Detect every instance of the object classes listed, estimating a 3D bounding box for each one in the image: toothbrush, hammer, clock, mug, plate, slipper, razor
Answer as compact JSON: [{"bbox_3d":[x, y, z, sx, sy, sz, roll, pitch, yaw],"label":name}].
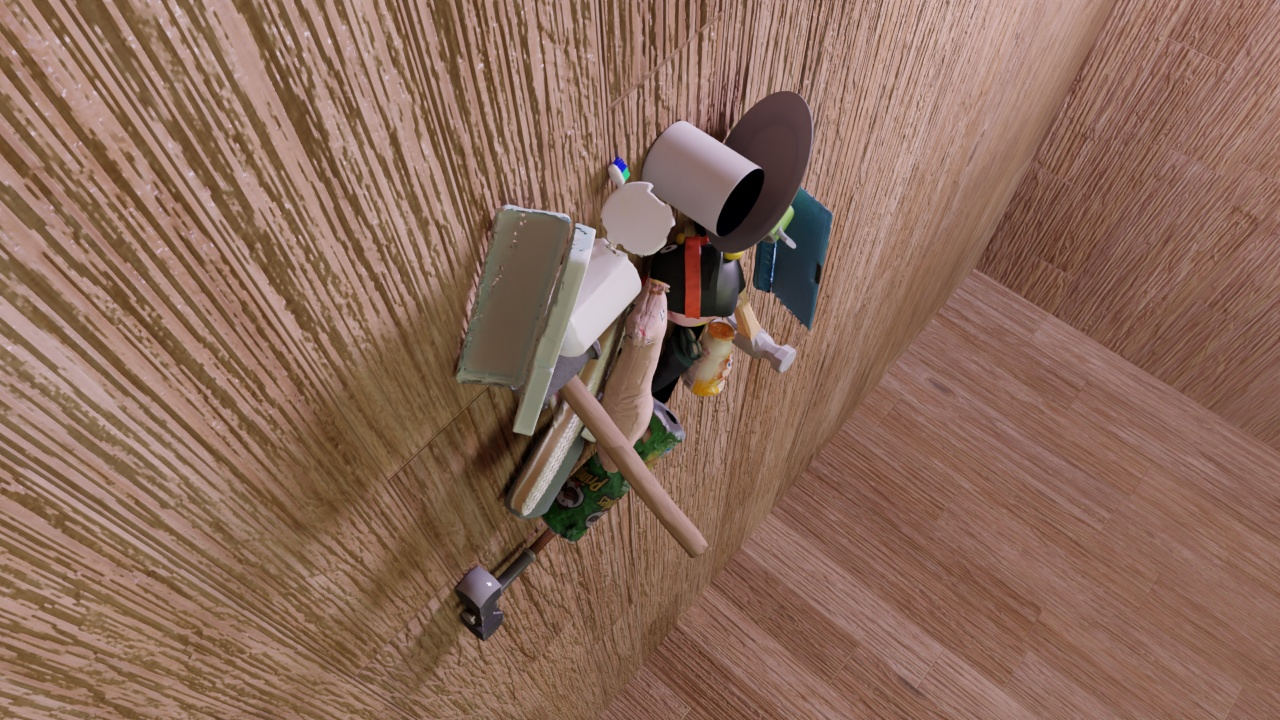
[{"bbox_3d":[-0.010,-0.152,0.938,0.016,0.015,0.187,-54,162,-11],"label":"toothbrush"},{"bbox_3d":[-0.023,0.096,0.984,0.097,0.328,0.052,-44,-156,-22],"label":"hammer"},{"bbox_3d":[0.129,-0.174,1.056,0.094,0.119,0.042,35,89,-32],"label":"clock"},{"bbox_3d":[0.065,-0.177,0.941,0.078,0.097,0.112,-49,160,-11],"label":"mug"},{"bbox_3d":[0.124,-0.196,0.967,0.012,0.178,0.179,17,114,-28],"label":"plate"},{"bbox_3d":[-0.087,0.047,1.031,0.262,0.052,0.115,-64,172,-8],"label":"slipper"},{"bbox_3d":[0.128,-0.093,1.232,0.039,0.131,0.328,-49,151,-11],"label":"hammer"},{"bbox_3d":[0.037,0.007,1.240,0.052,0.047,0.143,6,150,-28],"label":"razor"},{"bbox_3d":[-0.134,0.253,1.319,0.321,0.043,0.156,-44,159,-31],"label":"hammer"}]

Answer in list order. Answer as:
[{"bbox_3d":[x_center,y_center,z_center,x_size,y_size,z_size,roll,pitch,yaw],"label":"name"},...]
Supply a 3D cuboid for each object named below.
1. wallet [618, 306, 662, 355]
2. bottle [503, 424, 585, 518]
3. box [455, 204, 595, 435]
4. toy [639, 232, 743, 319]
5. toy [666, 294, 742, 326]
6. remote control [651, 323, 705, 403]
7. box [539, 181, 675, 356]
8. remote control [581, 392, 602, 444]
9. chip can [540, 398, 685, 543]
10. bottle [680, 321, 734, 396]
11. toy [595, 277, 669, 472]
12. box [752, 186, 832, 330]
[{"bbox_3d":[0.000,-0.034,1.154,0.072,0.019,0.123,-48,160,-16],"label":"wallet"},{"bbox_3d":[-0.107,0.118,1.132,0.161,0.046,0.072,-60,160,18],"label":"bottle"},{"bbox_3d":[-0.109,-0.040,0.808,0.085,0.096,0.199,-79,-170,-55],"label":"box"},{"bbox_3d":[0.056,-0.096,1.051,0.097,0.119,0.100,-77,167,-76],"label":"toy"},{"bbox_3d":[0.071,-0.069,1.182,0.093,0.050,0.103,-15,-178,-37],"label":"toy"},{"bbox_3d":[0.049,-0.005,1.293,0.013,0.034,0.150,-23,144,-50],"label":"remote control"},{"bbox_3d":[-0.036,-0.086,0.879,0.159,0.084,0.119,-47,163,-23],"label":"box"},{"bbox_3d":[-0.053,0.081,1.221,0.060,0.025,0.138,-52,163,-3],"label":"remote control"},{"bbox_3d":[-0.037,0.149,1.238,0.223,0.075,0.075,-45,163,13],"label":"chip can"},{"bbox_3d":[0.096,-0.003,1.251,0.063,0.063,0.109,-35,154,-42],"label":"bottle"},{"bbox_3d":[-0.006,0.006,1.080,0.195,0.065,0.265,-76,179,-57],"label":"toy"},{"bbox_3d":[0.175,-0.162,1.150,0.066,0.172,0.232,-13,146,-5],"label":"box"}]
